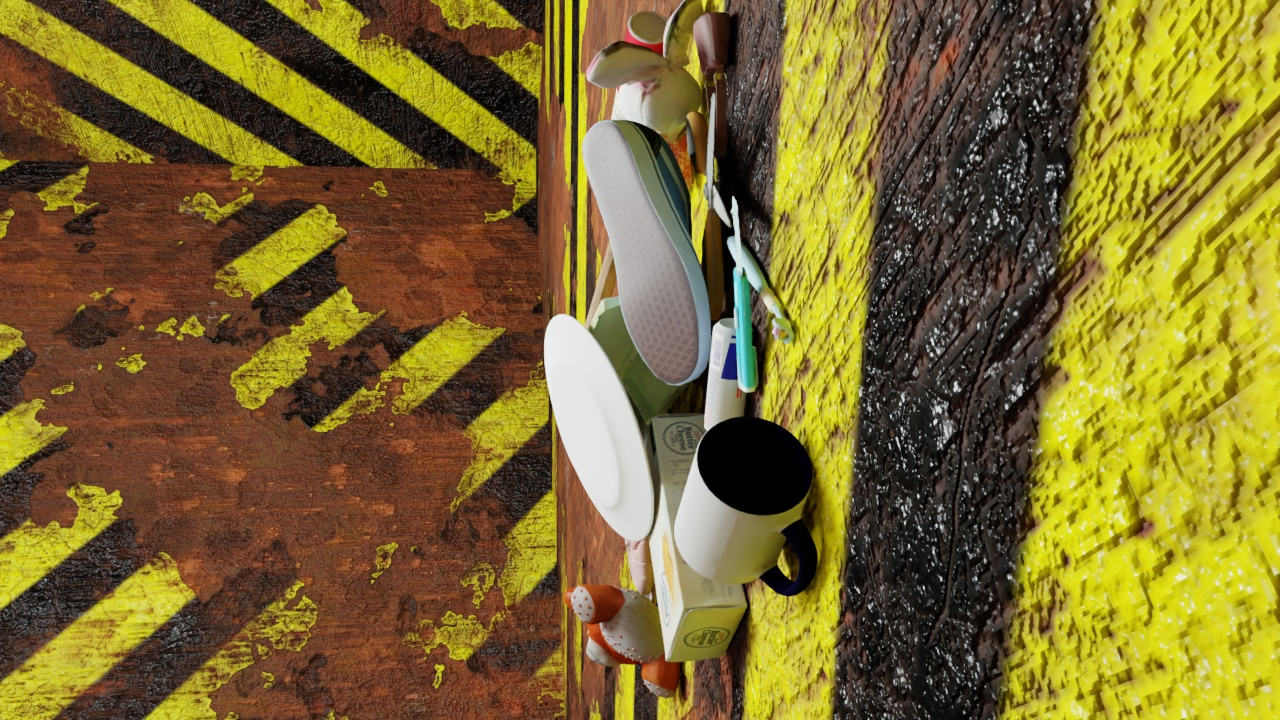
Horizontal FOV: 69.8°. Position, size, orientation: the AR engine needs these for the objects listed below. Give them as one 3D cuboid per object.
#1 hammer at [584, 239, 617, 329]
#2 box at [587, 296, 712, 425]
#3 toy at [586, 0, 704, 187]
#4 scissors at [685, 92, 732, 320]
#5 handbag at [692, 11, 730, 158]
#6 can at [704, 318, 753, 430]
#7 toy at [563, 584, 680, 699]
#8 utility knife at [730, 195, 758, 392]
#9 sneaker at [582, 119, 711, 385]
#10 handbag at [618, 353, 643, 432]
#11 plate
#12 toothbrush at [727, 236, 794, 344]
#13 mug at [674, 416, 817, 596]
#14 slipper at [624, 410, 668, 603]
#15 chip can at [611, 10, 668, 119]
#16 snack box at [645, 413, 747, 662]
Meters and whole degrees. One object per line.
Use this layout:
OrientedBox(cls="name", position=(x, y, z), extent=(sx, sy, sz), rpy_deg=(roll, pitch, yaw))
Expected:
OrientedBox(cls="hammer", position=(-0.035, -0.104, 1.057), extent=(0.098, 0.052, 0.327), rpy_deg=(119, 166, -71))
OrientedBox(cls="box", position=(0.000, -0.008, 0.926), extent=(0.188, 0.127, 0.066), rpy_deg=(120, 171, -60))
OrientedBox(cls="toy", position=(0.016, -0.241, 0.891), extent=(0.084, 0.158, 0.195), rpy_deg=(30, 146, 26))
OrientedBox(cls="scissors", position=(0.059, -0.134, 0.791), extent=(0.225, 0.016, 0.230), rpy_deg=(-99, 4, -59))
OrientedBox(cls="handbag", position=(0.066, -0.238, 0.804), extent=(0.055, 0.029, 0.119), rpy_deg=(-135, 40, -79))
OrientedBox(cls="can", position=(0.072, 0.014, 0.752), extent=(0.032, 0.032, 0.095), rpy_deg=(-111, 23, -64))
OrientedBox(cls="toy", position=(-0.023, 0.323, 1.090), extent=(0.092, 0.164, 0.173), rpy_deg=(-48, -1, -16))
OrientedBox(cls="utility knife", position=(0.076, -0.047, 0.692), extent=(0.022, 0.015, 0.162), rpy_deg=(-122, 22, -61))
OrientedBox(cls="sneaker", position=(0.029, -0.101, 0.822), extent=(0.084, 0.098, 0.241), rpy_deg=(-20, 84, 41))
OrientedBox(cls="handbag", position=(-0.019, 0.045, 1.094), extent=(0.067, 0.105, 0.122), rpy_deg=(36, 143, 23))
OrientedBox(cls="plate", position=(-0.053, 0.071, 0.932), extent=(0.242, 0.016, 0.243), rpy_deg=(49, 150, 42))
OrientedBox(cls="toothbrush", position=(0.089, -0.059, 0.701), extent=(0.022, 0.016, 0.154), rpy_deg=(50, -167, -32))
OrientedBox(cls="mug", position=(0.079, 0.110, 0.632), extent=(0.112, 0.078, 0.097), rpy_deg=(50, 150, 28))
OrientedBox(cls="slipper", position=(0.004, 0.177, 1.098), extent=(0.114, 0.054, 0.275), rpy_deg=(-109, 19, -62))
OrientedBox(cls="chip can", position=(-0.005, -0.324, 1.117), extent=(0.215, 0.051, 0.051), rpy_deg=(108, 159, -61))
OrientedBox(cls="snack box", position=(0.044, 0.162, 0.859), extent=(0.104, 0.057, 0.207), rpy_deg=(99, 166, -48))
